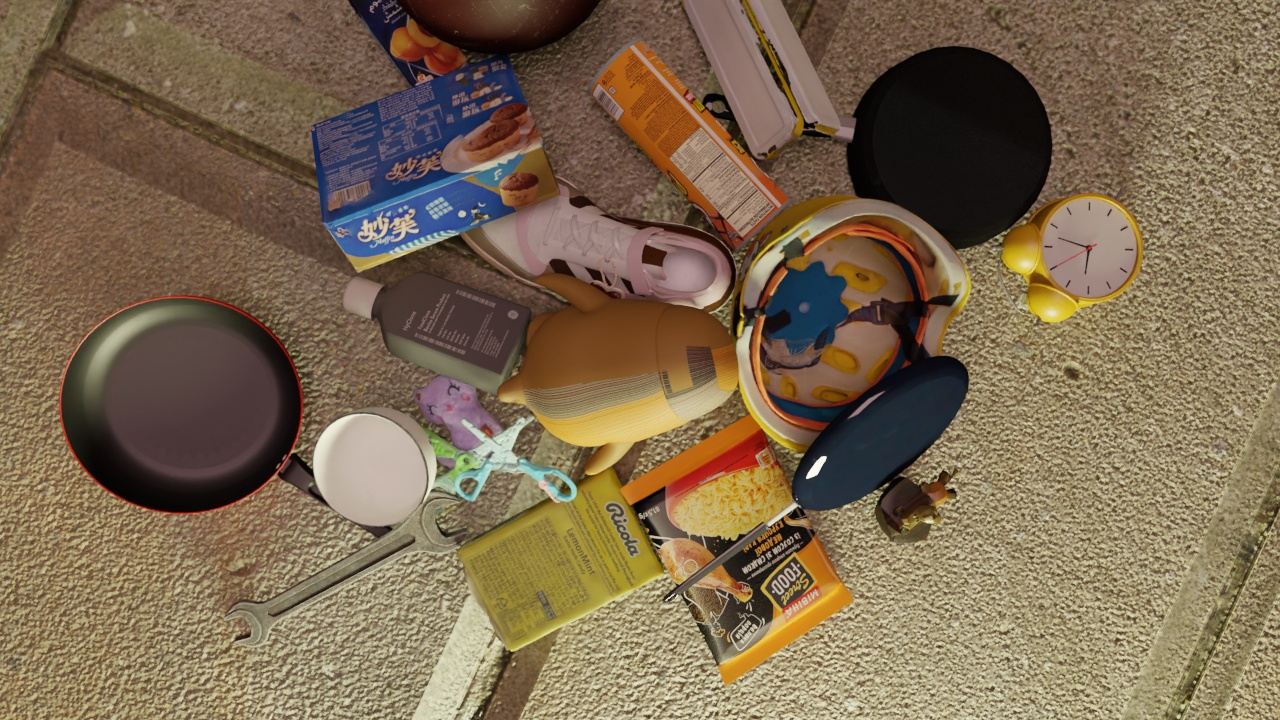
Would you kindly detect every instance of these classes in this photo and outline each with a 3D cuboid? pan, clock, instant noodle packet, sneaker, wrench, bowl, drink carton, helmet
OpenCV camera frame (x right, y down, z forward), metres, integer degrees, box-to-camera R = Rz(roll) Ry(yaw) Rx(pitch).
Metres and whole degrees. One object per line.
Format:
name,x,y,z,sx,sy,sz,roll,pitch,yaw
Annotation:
pan,0.239,-0.228,0.922,0.355,0.044,0.204,10,90,-2
clock,0.431,-0.104,0.923,0.152,0.052,0.113,-29,91,-5
instant noodle packet,0.100,0.185,0.918,0.159,0.032,0.221,-28,91,-15
sneaker,-0.047,-0.112,0.879,0.294,0.116,0.111,21,90,-1
wrench,-0.293,0.210,0.915,0.273,0.010,0.070,-28,114,3
bowl,-0.246,0.096,0.875,0.113,0.063,0.113,2,104,8
drink carton,-0.231,-0.327,0.912,0.064,0.040,0.130,-36,91,-2
pan,0.165,0.122,0.860,0.356,0.199,0.021,-37,58,2
helmet,-0.122,-0.408,0.815,0.234,0.232,0.254,15,126,35
helmet,0.175,-0.046,0.876,0.209,0.139,0.240,16,110,-15
pan,-0.377,0.084,0.901,0.356,0.067,0.209,37,87,-18

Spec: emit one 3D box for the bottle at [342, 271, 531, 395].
bottle,-0.203,-0.037,0.897,0.174,0.046,0.083,20,60,0

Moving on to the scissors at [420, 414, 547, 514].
scissors,-0.174,0.092,0.901,0.171,0.028,0.139,-31,97,15

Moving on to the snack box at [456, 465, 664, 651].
snack box,-0.081,0.199,0.919,0.181,0.045,0.121,-28,90,1

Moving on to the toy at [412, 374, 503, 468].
toy,-0.186,0.060,0.919,0.080,0.036,0.099,-37,92,10

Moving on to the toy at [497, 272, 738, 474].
toy,-0.005,0.005,0.844,0.204,0.162,0.199,-8,101,31

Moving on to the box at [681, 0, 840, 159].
box,0.111,-0.296,0.902,0.080,0.079,0.209,-31,75,32

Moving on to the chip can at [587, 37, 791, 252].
chip can,0.048,-0.210,0.901,0.075,0.075,0.215,-43,91,-1

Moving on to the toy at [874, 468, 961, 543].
toy,0.283,0.141,0.920,0.100,0.062,0.076,-30,113,-11

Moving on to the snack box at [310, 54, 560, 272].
snack box,-0.195,-0.189,0.861,0.202,0.069,0.155,-22,50,-1

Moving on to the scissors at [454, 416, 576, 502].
scissors,-0.130,0.104,0.875,0.136,0.015,0.135,-34,112,29
